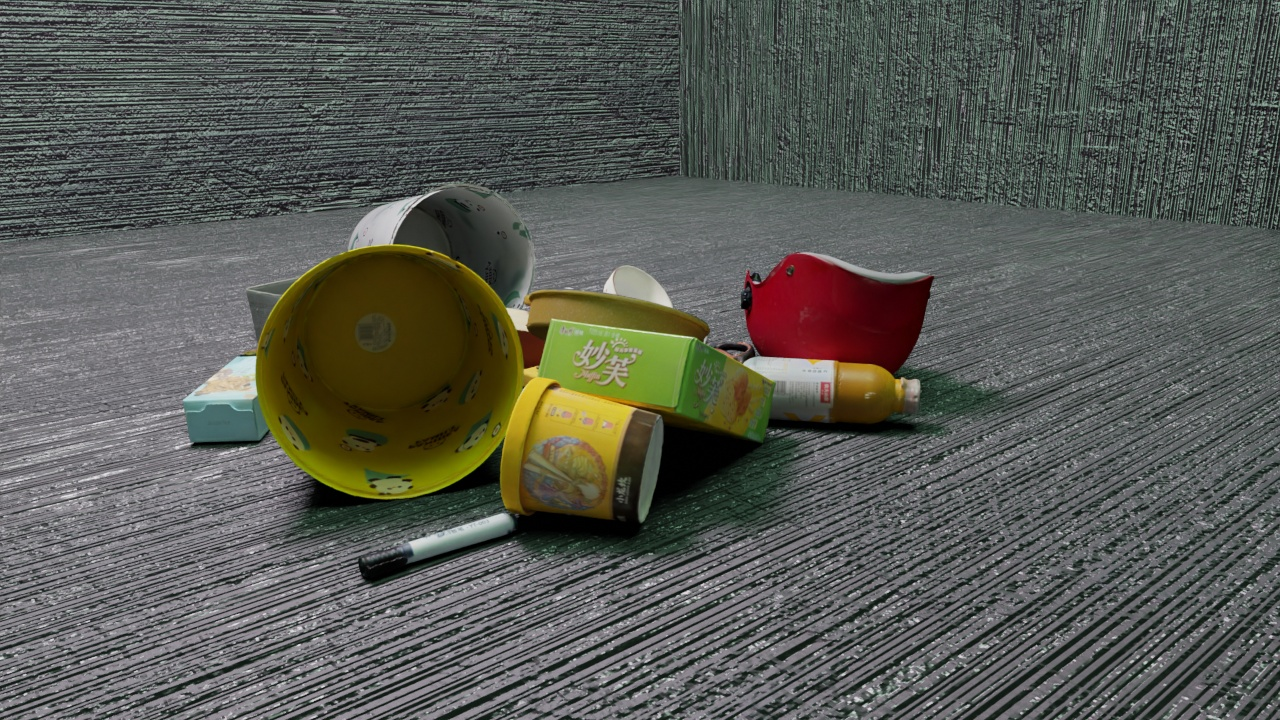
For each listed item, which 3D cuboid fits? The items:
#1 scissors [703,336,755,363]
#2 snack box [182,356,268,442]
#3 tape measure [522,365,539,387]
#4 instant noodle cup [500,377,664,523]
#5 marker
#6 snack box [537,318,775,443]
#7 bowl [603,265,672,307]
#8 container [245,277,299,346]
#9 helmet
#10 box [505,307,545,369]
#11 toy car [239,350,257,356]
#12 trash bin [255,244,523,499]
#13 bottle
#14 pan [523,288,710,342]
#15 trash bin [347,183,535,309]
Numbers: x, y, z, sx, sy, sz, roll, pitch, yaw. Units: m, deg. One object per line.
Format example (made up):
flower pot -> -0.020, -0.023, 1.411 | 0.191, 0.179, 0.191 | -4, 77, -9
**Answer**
scissors -> 0.073, -0.008, 1.174 | 0.189, 0.015, 0.226 | -9, 19, 34
snack box -> -0.448, 0.040, 1.045 | 0.074, 0.052, 0.174 | -3, 17, -4
tape measure -> -0.113, 0.020, 1.129 | 0.057, 0.029, 0.060 | -15, 22, -40
instant noodle cup -> -0.045, 0.081, 0.780 | 0.114, 0.118, 0.118 | 10, 18, 10
marker -> -0.158, 0.146, 0.729 | 0.130, 0.018, 0.022 | -12, 32, -31
snack box -> 0.022, 0.023, 0.896 | 0.158, 0.070, 0.210 | 9, -8, 30
bowl -> -0.013, -0.078, 1.355 | 0.062, 0.113, 0.113 | -40, -8, 35
container -> -0.455, -0.044, 1.217 | 0.090, 0.114, 0.090 | 11, 21, 35
helmet -> 0.221, -0.035, 1.098 | 0.206, 0.144, 0.240 | 7, -6, -17
box -> -0.194, -0.037, 1.184 | 0.168, 0.080, 0.091 | 8, 21, -6
toy car -> -0.449, 0.009, 1.154 | 0.106, 0.049, 0.031 | -2, 18, 1
trash bin -> -0.252, -0.009, 0.926 | 0.229, 0.230, 0.255 | -6, 12, -15
bottle -> 0.202, 0.034, 0.989 | 0.190, 0.068, 0.067 | 3, 17, 14
pan -> -0.062, -0.049, 1.057 | 0.197, 0.078, 0.358 | 15, -9, -29
trash bin -> -0.323, -0.153, 1.412 | 0.229, 0.230, 0.252 | -13, 15, -34
